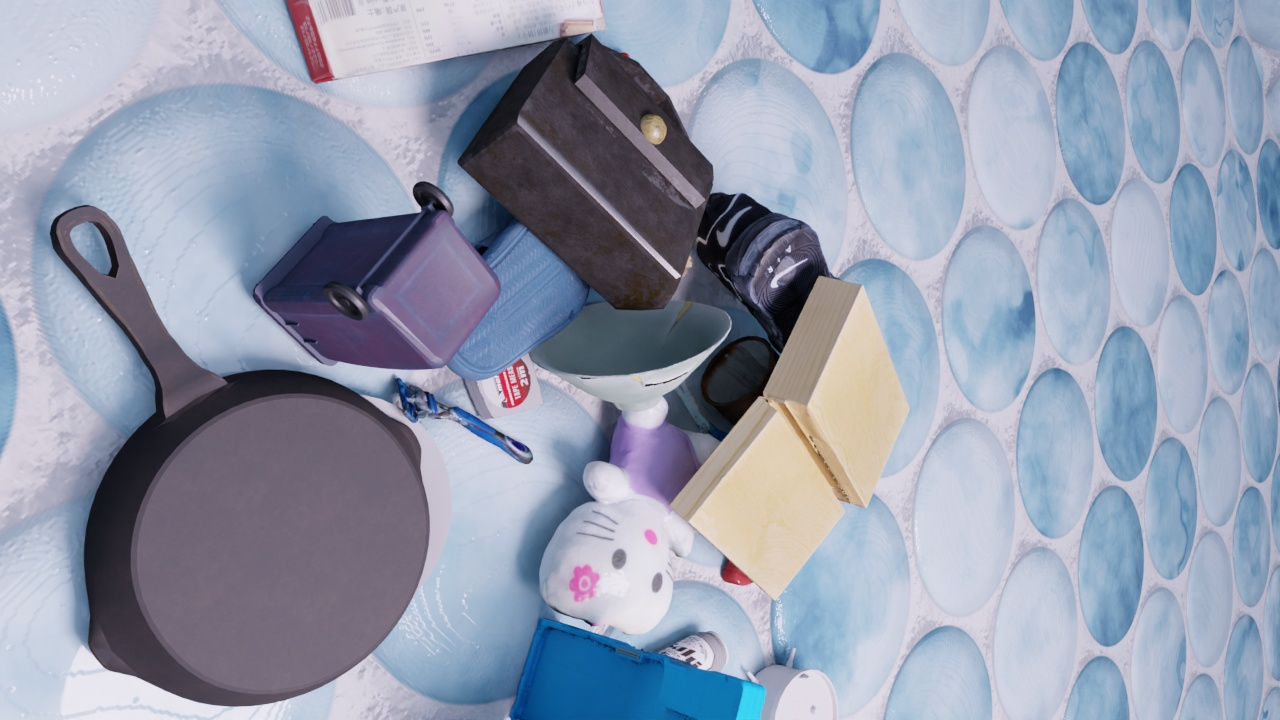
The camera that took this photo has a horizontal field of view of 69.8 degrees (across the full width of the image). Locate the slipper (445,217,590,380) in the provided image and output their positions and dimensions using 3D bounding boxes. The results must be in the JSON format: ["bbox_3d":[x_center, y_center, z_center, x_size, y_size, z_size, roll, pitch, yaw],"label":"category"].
[{"bbox_3d":[-0.103,-0.058,0.757,0.104,0.059,0.213,62,40,-24],"label":"slipper"}]

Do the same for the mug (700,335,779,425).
[{"bbox_3d":[0.129,0.031,0.921,0.081,0.111,0.084,43,56,-33],"label":"mug"}]

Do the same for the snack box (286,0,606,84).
[{"bbox_3d":[-0.145,-0.284,0.740,0.272,0.044,0.077,-27,112,-38],"label":"snack box"}]

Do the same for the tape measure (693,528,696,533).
[{"bbox_3d":[0.038,0.138,0.901,0.065,0.017,0.064,10,82,-40],"label":"tape measure"}]

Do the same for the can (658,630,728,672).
[{"bbox_3d":[0.034,0.295,0.875,0.106,0.044,0.044,-12,97,-41],"label":"can"}]

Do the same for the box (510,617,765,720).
[{"bbox_3d":[-0.033,0.287,0.684,0.166,0.244,0.075,-44,115,-33],"label":"box"}]

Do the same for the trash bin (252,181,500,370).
[{"bbox_3d":[-0.182,-0.049,0.619,0.092,0.161,0.093,53,57,-34],"label":"trash bin"}]

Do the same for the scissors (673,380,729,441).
[{"bbox_3d":[0.066,0.063,0.934,0.073,0.016,0.134,-37,107,-31],"label":"scissors"}]

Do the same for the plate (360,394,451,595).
[{"bbox_3d":[-0.221,0.111,0.675,0.172,0.019,0.172,2,87,-41],"label":"plate"}]

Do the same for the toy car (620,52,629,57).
[{"bbox_3d":[-0.027,-0.250,0.851,0.089,0.025,0.038,-51,120,-30],"label":"toy car"}]

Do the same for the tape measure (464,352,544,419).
[{"bbox_3d":[-0.116,0.016,0.768,0.062,0.020,0.060,-18,95,-41],"label":"tape measure"}]

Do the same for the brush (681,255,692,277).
[{"bbox_3d":[0.016,-0.132,0.876,0.049,0.039,0.117,-18,96,-39],"label":"brush"}]

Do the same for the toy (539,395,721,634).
[{"bbox_3d":[-0.012,0.137,0.814,0.137,0.086,0.208,39,63,-31],"label":"toy"}]

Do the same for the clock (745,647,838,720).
[{"bbox_3d":[0.160,0.396,0.970,0.119,0.061,0.159,-9,93,-41],"label":"clock"}]

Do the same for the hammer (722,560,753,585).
[{"bbox_3d":[0.157,0.096,0.998,0.126,0.036,0.315,39,65,-30],"label":"hammer"}]

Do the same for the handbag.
[{"bbox_3d":[-0.016,-0.177,0.769,0.197,0.103,0.198,41,46,-26],"label":"handbag"}]

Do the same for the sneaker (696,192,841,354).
[{"bbox_3d":[0.123,-0.091,0.923,0.097,0.151,0.252,-46,148,5],"label":"sneaker"}]

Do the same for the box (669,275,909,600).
[{"bbox_3d":[0.157,0.087,0.867,0.257,0.076,0.247,-51,142,-8],"label":"box"}]

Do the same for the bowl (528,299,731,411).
[{"bbox_3d":[-0.005,0.005,0.778,0.173,0.174,0.068,-26,119,-39],"label":"bowl"}]

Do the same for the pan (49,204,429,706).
[{"bbox_3d":[-0.264,0.064,0.595,0.248,0.043,0.356,-38,112,-35],"label":"pan"}]

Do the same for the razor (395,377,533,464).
[{"bbox_3d":[-0.137,0.053,0.743,0.018,0.044,0.141,-44,133,14],"label":"razor"}]
